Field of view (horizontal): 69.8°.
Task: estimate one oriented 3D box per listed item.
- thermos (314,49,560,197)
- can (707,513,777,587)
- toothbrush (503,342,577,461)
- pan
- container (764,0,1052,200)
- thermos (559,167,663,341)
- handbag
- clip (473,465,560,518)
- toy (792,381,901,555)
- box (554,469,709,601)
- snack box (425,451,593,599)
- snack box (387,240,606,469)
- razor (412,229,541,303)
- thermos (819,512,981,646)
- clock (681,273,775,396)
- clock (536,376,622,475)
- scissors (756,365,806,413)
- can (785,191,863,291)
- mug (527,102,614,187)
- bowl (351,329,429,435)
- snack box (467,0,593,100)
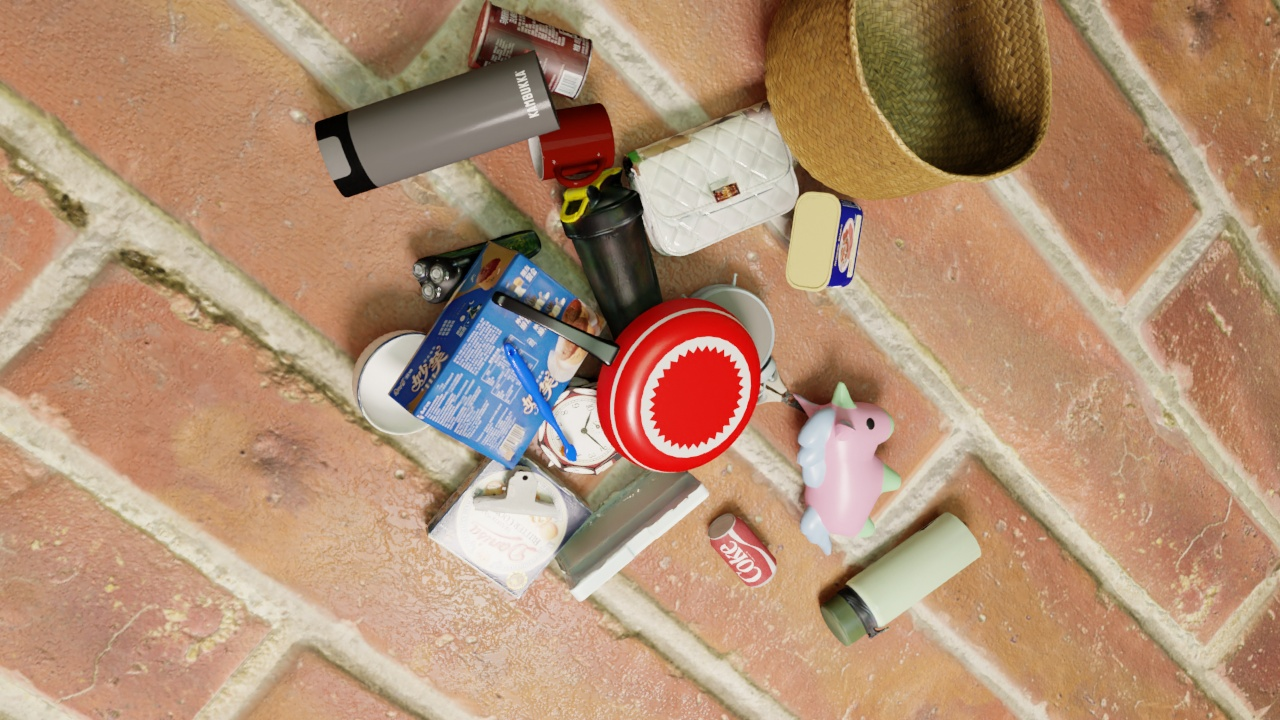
[{"bbox_3d":[-0.211,-0.244,0.953,0.240,0.082,0.082,-17,106,3],"label":"thermos"},{"bbox_3d":[0.134,0.249,1.206,0.054,0.054,0.096,-42,109,-5],"label":"can"},{"bbox_3d":[-0.111,0.049,1.023,0.016,0.018,0.183,-46,129,-26],"label":"toothbrush"},{"bbox_3d":[-0.006,0.006,1.022,0.356,0.067,0.209,26,95,-34],"label":"pan"},{"bbox_3d":[0.288,-0.331,1.029,0.306,0.197,0.307,0,90,-31],"label":"container"},{"bbox_3d":[-0.024,-0.104,1.066,0.098,0.098,0.221,-22,111,-11],"label":"thermos"},{"bbox_3d":[0.089,-0.212,1.086,0.194,0.072,0.139,-25,106,-11],"label":"handbag"},{"bbox_3d":[-0.139,0.155,1.066,0.101,0.050,0.058,8,109,-18],"label":"clip"},{"bbox_3d":[0.255,0.146,1.193,0.171,0.120,0.222,20,99,-32],"label":"toy"},{"bbox_3d":[-0.015,0.198,1.107,0.197,0.134,0.041,-38,106,-6],"label":"box"},{"bbox_3d":[-0.158,0.191,1.112,0.144,0.042,0.145,41,87,-19],"label":"snack box"},{"bbox_3d":[-0.155,-0.004,1.021,0.155,0.069,0.202,37,83,-42],"label":"snack box"},{"bbox_3d":[-0.180,-0.111,1.032,0.151,0.067,0.054,-24,94,-18],"label":"razor"},{"bbox_3d":[0.358,0.308,1.271,0.231,0.082,0.082,-33,108,-9],"label":"thermos"},{"bbox_3d":[0.108,-0.021,1.138,0.122,0.045,0.159,-22,100,-8],"label":"clock"},{"bbox_3d":[-0.048,0.070,1.105,0.155,0.065,0.115,-15,105,3],"label":"clock"},{"bbox_3d":[0.181,0.055,1.202,0.121,0.012,0.171,-36,111,-7],"label":"scissors"},{"bbox_3d":[0.229,-0.144,1.128,0.092,0.057,0.116,-8,108,-57],"label":"can"},{"bbox_3d":[-0.073,-0.232,1.019,0.082,0.105,0.073,-13,147,-14],"label":"mug"},{"bbox_3d":[-0.271,0.018,1.022,0.117,0.062,0.118,-16,117,-36],"label":"bowl"},{"bbox_3d":[-0.120,-0.336,0.998,0.121,0.072,0.072,13,97,-20],"label":"snack box"}]
